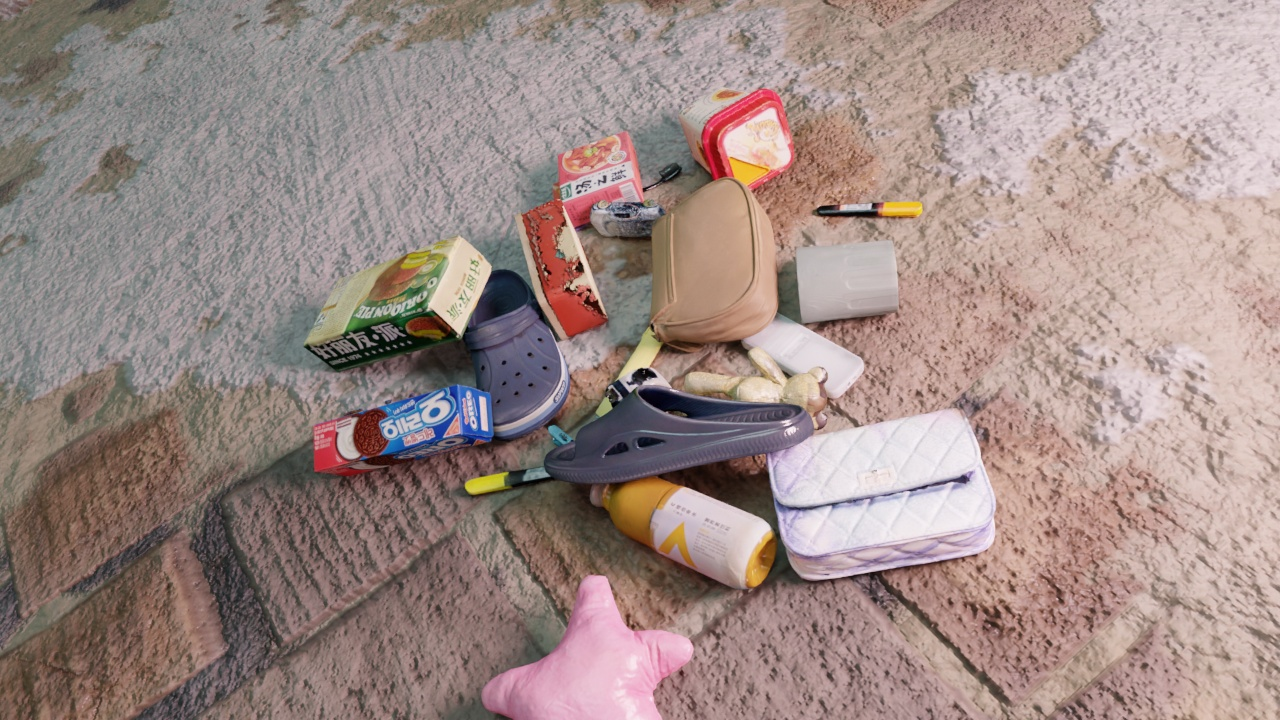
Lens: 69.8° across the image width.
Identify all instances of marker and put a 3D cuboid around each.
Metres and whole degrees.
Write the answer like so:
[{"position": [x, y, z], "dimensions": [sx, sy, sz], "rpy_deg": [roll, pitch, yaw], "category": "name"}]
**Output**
[{"position": [0.273, -0.180, 1.099], "dimensions": [0.124, 0.015, 0.018], "rpy_deg": [3, 52, 23], "category": "marker"}, {"position": [-0.127, 0.126, 0.984], "dimensions": [0.124, 0.015, 0.018], "rpy_deg": [-11, 51, 5], "category": "marker"}]

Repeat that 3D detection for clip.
[{"position": [-0.077, 0.092, 0.990], "dimensions": [0.055, 0.038, 0.013], "rpy_deg": [36, 70, 25], "category": "clip"}]

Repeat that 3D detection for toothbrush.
[{"position": [-0.026, -0.212, 1.218], "dimensions": [0.189, 0.017, 0.014], "rpy_deg": [-31, 41, -6], "category": "toothbrush"}]

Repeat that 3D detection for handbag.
[{"position": [0.218, 0.118, 0.839], "dimensions": [0.194, 0.076, 0.134], "rpy_deg": [-12, 48, 7], "category": "handbag"}, {"position": [0.084, -0.104, 1.045], "dimensions": [0.148, 0.100, 0.204], "rpy_deg": [-18, 48, 24], "category": "handbag"}]

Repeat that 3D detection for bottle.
[{"position": [0.035, 0.154, 0.873], "dimensions": [0.190, 0.068, 0.067], "rpy_deg": [19, 60, 32], "category": "bottle"}]

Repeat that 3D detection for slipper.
[{"position": [0.031, 0.058, 0.897], "dimensions": [0.268, 0.083, 0.110], "rpy_deg": [-10, 9, 17], "category": "slipper"}, {"position": [-0.152, -0.025, 1.060], "dimensions": [0.105, 0.095, 0.252], "rpy_deg": [-21, 47, 4], "category": "slipper"}]

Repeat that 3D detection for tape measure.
[{"position": [0.001, 0.041, 0.975], "dimensions": [0.066, 0.066, 0.033], "rpy_deg": [-34, 48, -8], "category": "tape measure"}]

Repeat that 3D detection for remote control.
[{"position": [0.173, -0.008, 0.989], "dimensions": [0.136, 0.020, 0.055], "rpy_deg": [33, 68, 35], "category": "remote control"}]

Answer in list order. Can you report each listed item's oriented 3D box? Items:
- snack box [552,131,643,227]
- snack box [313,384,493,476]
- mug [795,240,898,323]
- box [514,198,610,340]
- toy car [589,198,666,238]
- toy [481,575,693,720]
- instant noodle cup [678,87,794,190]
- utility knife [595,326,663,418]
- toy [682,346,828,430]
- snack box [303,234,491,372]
[{"position": [-0.065, -0.238, 1.220], "dimensions": [0.127, 0.044, 0.113], "rpy_deg": [-18, 47, 10], "category": "snack box"}, {"position": [-0.260, 0.077, 0.997], "dimensions": [0.208, 0.057, 0.058], "rpy_deg": [-15, 71, 23], "category": "snack box"}, {"position": [0.226, -0.095, 1.012], "dimensions": [0.103, 0.084, 0.123], "rpy_deg": [-5, 27, 13], "category": "mug"}, {"position": [-0.090, -0.117, 1.112], "dimensions": [0.079, 0.091, 0.168], "rpy_deg": [-23, 50, 3], "category": "box"}, {"position": [-0.016, -0.178, 1.165], "dimensions": [0.106, 0.049, 0.031], "rpy_deg": [3, 52, 21], "category": "toy car"}, {"position": [-0.043, 0.297, 0.784], "dimensions": [0.178, 0.075, 0.194], "rpy_deg": [33, 72, 32], "category": "toy"}, {"position": [0.117, -0.288, 1.178], "dimensions": [0.116, 0.117, 0.124], "rpy_deg": [-32, 38, -8], "category": "instant noodle cup"}, {"position": [-0.006, 0.006, 1.038], "dimensions": [0.031, 0.018, 0.151], "rpy_deg": [17, 57, 33], "category": "utility knife"}, {"position": [0.116, 0.039, 0.951], "dimensions": [0.157, 0.066, 0.105], "rpy_deg": [0, 85, 23], "category": "toy"}, {"position": [-0.295, -0.065, 1.104], "dimensions": [0.241, 0.063, 0.114], "rpy_deg": [-12, 47, 36], "category": "snack box"}]
